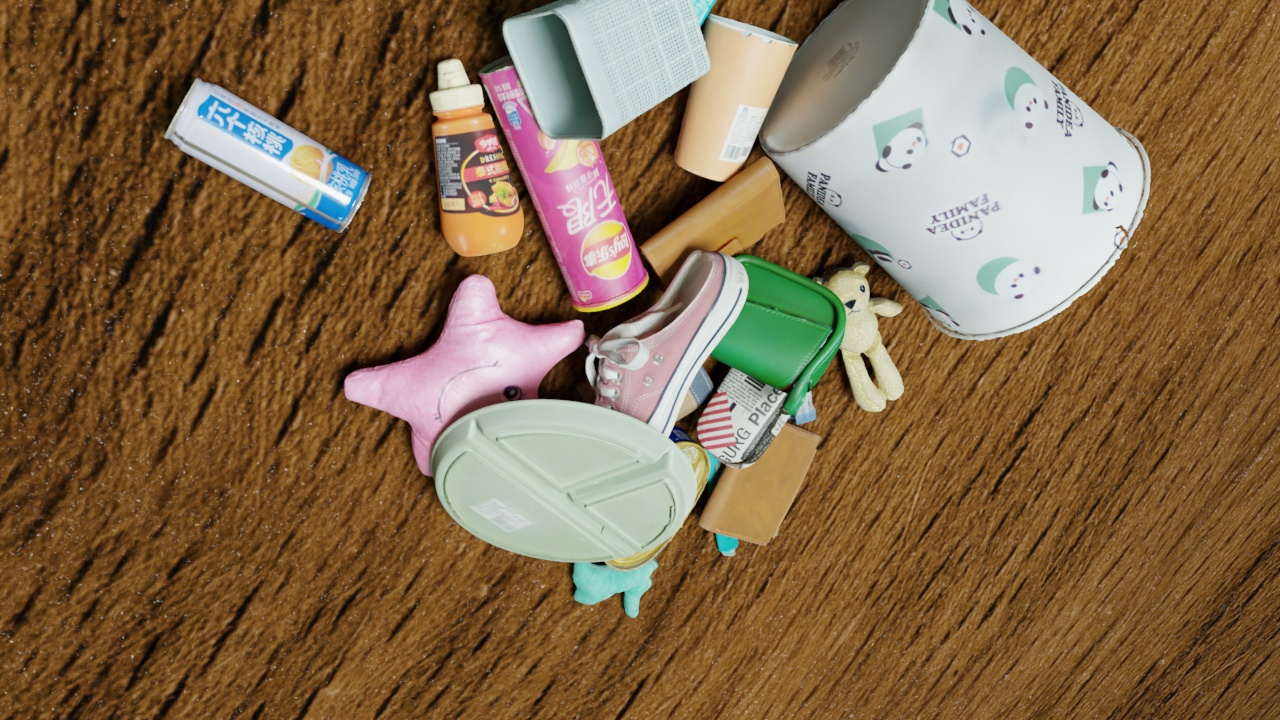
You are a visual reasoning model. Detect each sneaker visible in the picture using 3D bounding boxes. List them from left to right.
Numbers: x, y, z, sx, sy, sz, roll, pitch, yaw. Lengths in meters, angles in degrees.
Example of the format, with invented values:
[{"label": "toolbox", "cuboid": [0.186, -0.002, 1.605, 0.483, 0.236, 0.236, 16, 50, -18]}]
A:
[{"label": "sneaker", "cuboid": [-0.005, 0.005, 0.776, 0.087, 0.118, 0.242, 18, 117, -28]}]

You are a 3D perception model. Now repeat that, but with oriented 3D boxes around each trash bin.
[{"label": "trash bin", "cuboid": [0.254, -0.178, 0.782, 0.252, 0.229, 0.230, 33, 96, -24]}]

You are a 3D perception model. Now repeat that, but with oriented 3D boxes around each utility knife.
[{"label": "utility knife", "cuboid": [0.086, 0.142, 0.957, 0.029, 0.013, 0.158, -17, 116, -16]}]

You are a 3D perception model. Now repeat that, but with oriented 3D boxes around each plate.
[{"label": "plate", "cuboid": [-0.066, 0.113, 0.784, 0.230, 0.027, 0.231, 3, 138, 3]}]

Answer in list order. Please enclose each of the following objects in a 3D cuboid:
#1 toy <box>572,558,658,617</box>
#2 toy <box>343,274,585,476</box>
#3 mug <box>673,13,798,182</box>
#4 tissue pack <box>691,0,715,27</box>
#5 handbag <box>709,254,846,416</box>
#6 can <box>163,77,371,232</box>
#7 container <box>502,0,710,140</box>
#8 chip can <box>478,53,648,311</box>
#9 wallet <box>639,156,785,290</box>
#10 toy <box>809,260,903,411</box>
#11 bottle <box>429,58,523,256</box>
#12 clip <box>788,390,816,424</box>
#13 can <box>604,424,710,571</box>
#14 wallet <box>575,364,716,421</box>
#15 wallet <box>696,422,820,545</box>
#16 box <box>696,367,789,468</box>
[{"label": "toy", "cuboid": [-0.025, 0.229, 0.941, 0.091, 0.030, 0.097, -7, 119, -17]}, {"label": "toy", "cuboid": [-0.130, 0.022, 0.785, 0.194, 0.074, 0.178, -38, 121, 4]}, {"label": "mug", "cuboid": [0.074, -0.217, 0.770, 0.078, 0.078, 0.123, 6, 116, -24]}, {"label": "tissue pack", "cuboid": [0.003, -0.288, 0.728, 0.093, 0.050, 0.133, 28, 98, -27]}, {"label": "handbag", "cuboid": [0.110, -0.023, 0.826, 0.131, 0.068, 0.120, 27, 76, 13]}, {"label": "can", "cuboid": [-0.271, -0.149, 0.673, 0.134, 0.053, 0.053, 29, 98, -29]}, {"label": "container", "cuboid": [-0.020, -0.222, 0.655, 0.111, 0.090, 0.090, -34, 120, -24]}, {"label": "chip can", "cuboid": [-0.059, -0.147, 0.748, 0.071, 0.071, 0.211, -26, 118, -10]}, {"label": "wallet", "cuboid": [0.067, -0.112, 0.807, 0.132, 0.031, 0.108, -35, 159, 1]}, {"label": "toy", "cuboid": [0.217, -0.021, 0.913, 0.105, 0.066, 0.157, -23, 111, 7]}, {"label": "bottle", "cuboid": [-0.135, -0.160, 0.723, 0.066, 0.067, 0.149, -15, 109, -16]}, {"label": "clip", "cuboid": [0.166, 0.037, 0.944, 0.026, 0.038, 0.058, -12, 113, -14]}, {"label": "can", "cuboid": [0.007, 0.134, 0.902, 0.074, 0.049, 0.148, 29, 98, -29]}, {"label": "wallet", "cuboid": [0.007, 0.029, 0.870, 0.115, 0.033, 0.090, -34, 116, -5]}, {"label": "wallet", "cuboid": [0.131, 0.126, 0.951, 0.119, 0.035, 0.131, 21, 97, -40]}, {"label": "box", "cuboid": [0.114, 0.023, 0.868, 0.163, 0.075, 0.082, -54, 134, -5]}]
